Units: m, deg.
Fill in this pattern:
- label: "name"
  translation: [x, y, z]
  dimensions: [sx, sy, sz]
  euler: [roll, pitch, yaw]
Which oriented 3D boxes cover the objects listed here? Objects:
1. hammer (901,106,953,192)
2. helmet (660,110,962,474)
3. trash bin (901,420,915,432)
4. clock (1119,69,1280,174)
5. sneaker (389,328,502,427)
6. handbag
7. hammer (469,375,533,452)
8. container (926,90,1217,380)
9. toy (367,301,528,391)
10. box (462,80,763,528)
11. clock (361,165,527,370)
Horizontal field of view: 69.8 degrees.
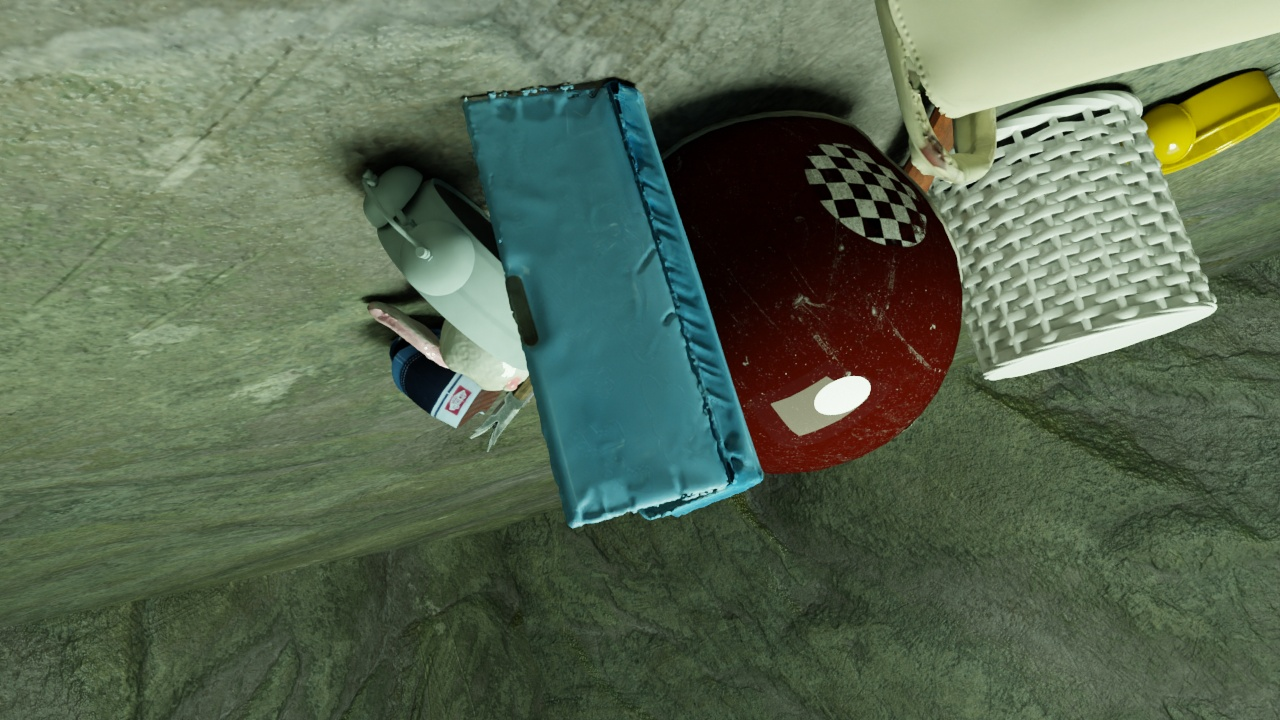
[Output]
- label: "hammer"
  translation: [0.209, -0.166, 0.616]
  dimensions: [0.111, 0.028, 0.301]
  euler: [-8, 167, 1]
- label: "helmet"
  translation: [0.092, -0.045, 0.632]
  dimensions: [0.233, 0.253, 0.234]
  euler: [9, 140, -36]
- label: "trash bin"
  translation: [0.213, -0.017, 1.009]
  dimensions: [0.197, 0.197, 0.220]
  euler: [-16, 163, 1]
- label: "clock"
  translation: [0.503, -0.210, 0.837]
  dimensions: [0.152, 0.052, 0.113]
  euler: [-23, 168, 6]
- label: "sneaker"
  translation: [-0.172, -0.002, 0.856]
  dimensions: [0.083, 0.098, 0.241]
  euler: [-55, -179, 5]
- label: "handbag"
  translation: [0.156, -0.165, 0.278]
  dimensions: [0.131, 0.184, 0.230]
  euler: [-7, -178, -31]
- label: "hammer"
  translation: [-0.066, -0.026, 0.849]
  dimensions: [0.146, 0.028, 0.318]
  euler: [-54, -174, -34]
- label: "container"
  translation: [0.357, -0.099, 0.785]
  dimensions: [0.189, 0.186, 0.189]
  euler: [-14, 168, -3]
- label: "toy"
  translation: [-0.094, -0.033, 0.688]
  dimensions: [0.206, 0.105, 0.130]
  euler: [-25, 169, 40]
- label: "box"
  translation: [-0.031, -0.027, 0.489]
  dimensions: [0.110, 0.231, 0.094]
  euler: [-8, 166, -32]
- label: "clock"
  translation: [-0.101, -0.057, 0.536]
  dimensions: [0.045, 0.122, 0.159]
  euler: [-44, 145, 6]
